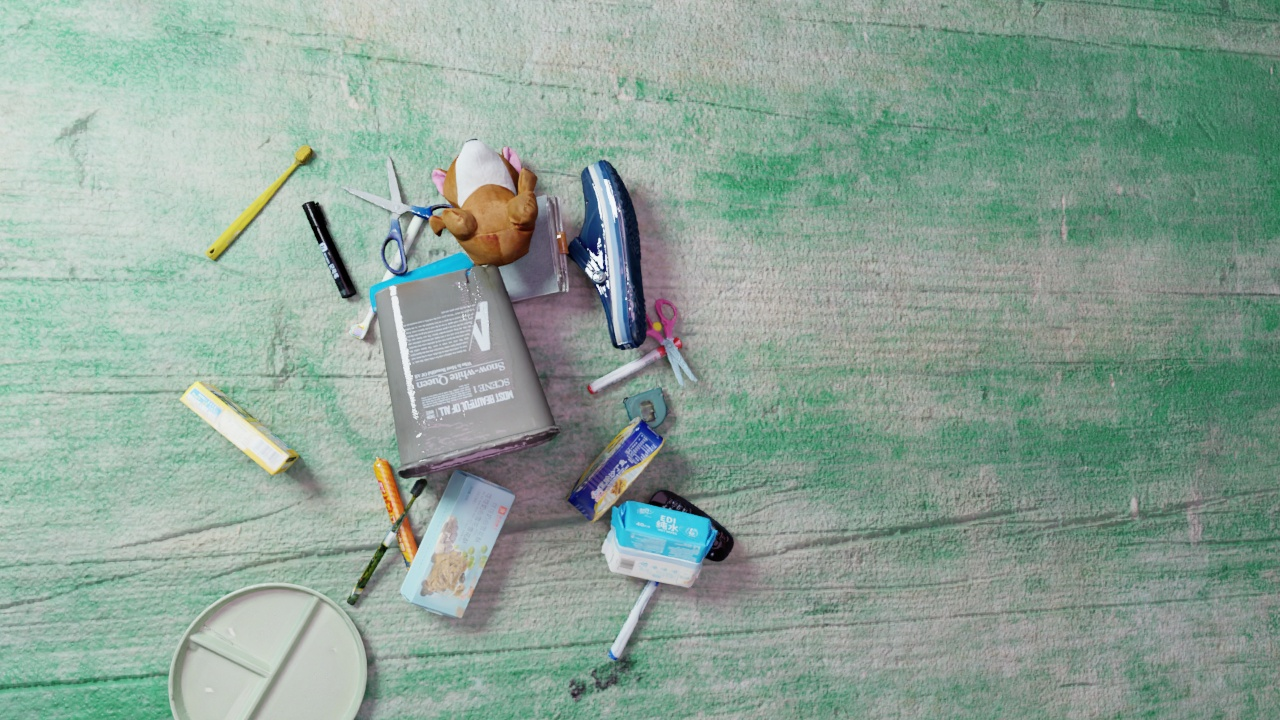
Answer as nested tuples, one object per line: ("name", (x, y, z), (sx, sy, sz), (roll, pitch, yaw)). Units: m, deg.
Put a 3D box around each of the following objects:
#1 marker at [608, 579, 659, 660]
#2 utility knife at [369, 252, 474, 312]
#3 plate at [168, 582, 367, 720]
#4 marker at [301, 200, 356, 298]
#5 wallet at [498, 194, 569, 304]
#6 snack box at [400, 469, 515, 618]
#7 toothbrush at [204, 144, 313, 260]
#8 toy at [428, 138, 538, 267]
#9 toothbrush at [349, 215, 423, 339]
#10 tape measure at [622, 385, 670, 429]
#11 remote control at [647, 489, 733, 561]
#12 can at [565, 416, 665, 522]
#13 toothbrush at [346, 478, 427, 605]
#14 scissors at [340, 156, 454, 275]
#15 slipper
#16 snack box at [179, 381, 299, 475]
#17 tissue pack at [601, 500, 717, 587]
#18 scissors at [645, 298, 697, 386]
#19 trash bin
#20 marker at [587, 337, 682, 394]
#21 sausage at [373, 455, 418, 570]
("marker", (-0.003, 0.336, 1.239), (0.017, 0.017, 0.145), (31, 80, -9))
("utility knife", (-0.269, -0.113, 1.201), (0.185, 0.018, 0.034), (-27, 99, -22))
("plate", (-0.455, 0.389, 1.130), (0.230, 0.027, 0.230), (1, 87, -12))
("marker", (-0.400, -0.143, 1.183), (0.022, 0.020, 0.132), (-24, 91, -42))
("wallet", (-0.142, -0.145, 1.212), (0.107, 0.037, 0.129), (-9, 87, 26))
("snack box", (-0.232, 0.233, 1.168), (0.074, 0.052, 0.174), (28, 81, -29))
("toothbrush", (-0.485, -0.203, 1.168), (0.015, 0.017, 0.190), (40, 79, -7))
("toy", (-0.197, -0.209, 1.146), (0.140, 0.199, 0.131), (-11, 127, -7))
("toothbrush", (-0.327, -0.114, 1.197), (0.029, 0.020, 0.189), (19, 78, 32))
("tape measure", (0.010, 0.067, 1.256), (0.058, 0.025, 0.054), (-19, 89, -12))
("remote control", (0.067, 0.226, 1.258), (0.136, 0.024, 0.053), (36, 83, -9))
("can", (-0.033, 0.144, 1.216), (0.049, 0.074, 0.148), (43, 85, -5))
("toothbrush", (-0.321, 0.229, 1.158), (0.012, 0.017, 0.186), (32, 92, 14))
("scissors", (-0.308, -0.187, 1.193), (0.176, 0.012, 0.162), (11, 73, -6))
("slipper", (-0.047, -0.136, 1.225), (0.095, 0.105, 0.252), (-10, 85, 8))
("snack box", (-0.483, 0.083, 1.114), (0.140, 0.087, 0.033), (43, 78, -7))
("tissue pack", (0.024, 0.239, 1.206), (0.140, 0.063, 0.090), (12, 126, -4))
("scissors", (0.046, -0.027, 1.260), (0.076, 0.017, 0.137), (-31, 76, -21))
("trash bin", (-0.222, 0.016, 1.129), (0.199, 0.199, 0.219), (-14, 84, -13))
("marker", (-0.007, 0.007, 1.260), (0.145, 0.017, 0.017), (-28, 92, -13))
("sausage", (-0.311, 0.200, 1.178), (0.021, 0.021, 0.165), (-19, 90, -13))
